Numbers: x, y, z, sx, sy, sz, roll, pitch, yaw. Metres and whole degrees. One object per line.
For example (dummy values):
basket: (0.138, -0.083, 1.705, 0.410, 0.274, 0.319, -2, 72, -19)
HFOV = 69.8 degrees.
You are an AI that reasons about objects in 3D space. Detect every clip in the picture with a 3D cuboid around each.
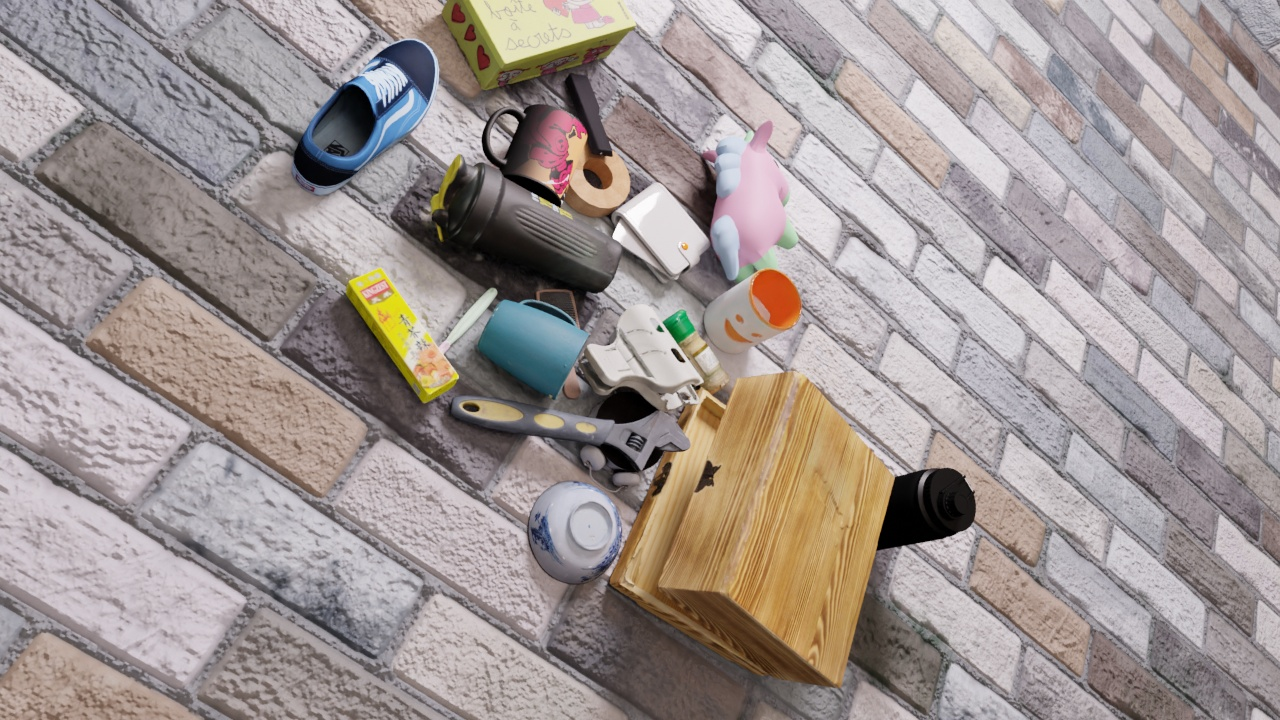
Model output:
clip: (0.006, -0.008, 1.068, 0.151, 0.102, 0.126, 6, 42, -50)

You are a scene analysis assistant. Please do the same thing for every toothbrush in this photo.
toothbrush: (-0.203, -0.029, 1.011, 0.022, 0.015, 0.154, 25, 55, 14)

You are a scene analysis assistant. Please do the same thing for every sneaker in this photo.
sneaker: (-0.284, -0.282, 1.001, 0.083, 0.098, 0.240, 38, 57, -15)

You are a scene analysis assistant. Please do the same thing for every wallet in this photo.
wallet: (0.020, -0.157, 1.183, 0.118, 0.038, 0.115, 50, 55, -3)

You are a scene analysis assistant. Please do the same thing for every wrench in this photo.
wrench: (-0.073, 0.073, 1.015, 0.273, 0.022, 0.073, 12, 69, -14)

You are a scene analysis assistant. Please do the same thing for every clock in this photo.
clock: (-0.022, 0.095, 1.066, 0.094, 0.035, 0.122, 35, 59, -17)

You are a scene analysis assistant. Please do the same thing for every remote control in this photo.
remote control: (-0.064, -0.316, 1.178, 0.032, 0.015, 0.136, 0, 56, -32)

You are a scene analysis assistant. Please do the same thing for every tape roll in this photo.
tape roll: (-0.060, -0.230, 1.164, 0.094, 0.027, 0.094, 11, 67, -28)

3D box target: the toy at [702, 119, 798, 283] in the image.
toy: (0.138, -0.207, 1.228, 0.171, 0.120, 0.221, 57, 43, -18)

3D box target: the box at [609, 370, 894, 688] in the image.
box: (0.143, 0.199, 1.072, 0.251, 0.193, 0.278, 43, 54, -29)

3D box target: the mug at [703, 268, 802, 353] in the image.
mug: (0.143, -0.061, 1.182, 0.082, 0.106, 0.082, 11, 67, -28)

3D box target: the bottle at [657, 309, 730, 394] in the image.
bottle: (0.068, -0.010, 1.156, 0.043, 0.043, 0.111, -39, 95, -35)

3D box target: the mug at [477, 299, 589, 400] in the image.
mug: (-0.117, -0.025, 1.025, 0.104, 0.085, 0.111, 27, 40, -3)

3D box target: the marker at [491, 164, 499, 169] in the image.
marker: (-0.154, -0.246, 1.121, 0.141, 0.013, 0.013, -35, 93, -36)

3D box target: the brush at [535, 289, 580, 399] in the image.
brush: (-0.089, -0.021, 1.079, 0.049, 0.015, 0.135, -3, 75, -32)

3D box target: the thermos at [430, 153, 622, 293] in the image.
thermos: (-0.131, -0.149, 1.057, 0.220, 0.098, 0.098, 23, 62, -29)

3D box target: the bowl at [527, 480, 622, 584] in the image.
bowl: (-0.062, 0.184, 1.002, 0.114, 0.045, 0.114, 11, 67, -28)

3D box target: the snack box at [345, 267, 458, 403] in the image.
snack box: (-0.250, -0.027, 0.960, 0.040, 0.029, 0.148, -33, 84, -32)

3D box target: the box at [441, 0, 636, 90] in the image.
box: (-0.128, -0.433, 1.166, 0.220, 0.080, 0.124, -27, 88, -37)

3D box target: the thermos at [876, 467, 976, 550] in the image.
thermos: (0.333, 0.188, 1.152, 0.086, 0.199, 0.086, 11, 67, -28)

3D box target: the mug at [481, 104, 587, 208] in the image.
mug: (-0.131, -0.246, 1.080, 0.118, 0.082, 0.098, 28, 70, -28)
